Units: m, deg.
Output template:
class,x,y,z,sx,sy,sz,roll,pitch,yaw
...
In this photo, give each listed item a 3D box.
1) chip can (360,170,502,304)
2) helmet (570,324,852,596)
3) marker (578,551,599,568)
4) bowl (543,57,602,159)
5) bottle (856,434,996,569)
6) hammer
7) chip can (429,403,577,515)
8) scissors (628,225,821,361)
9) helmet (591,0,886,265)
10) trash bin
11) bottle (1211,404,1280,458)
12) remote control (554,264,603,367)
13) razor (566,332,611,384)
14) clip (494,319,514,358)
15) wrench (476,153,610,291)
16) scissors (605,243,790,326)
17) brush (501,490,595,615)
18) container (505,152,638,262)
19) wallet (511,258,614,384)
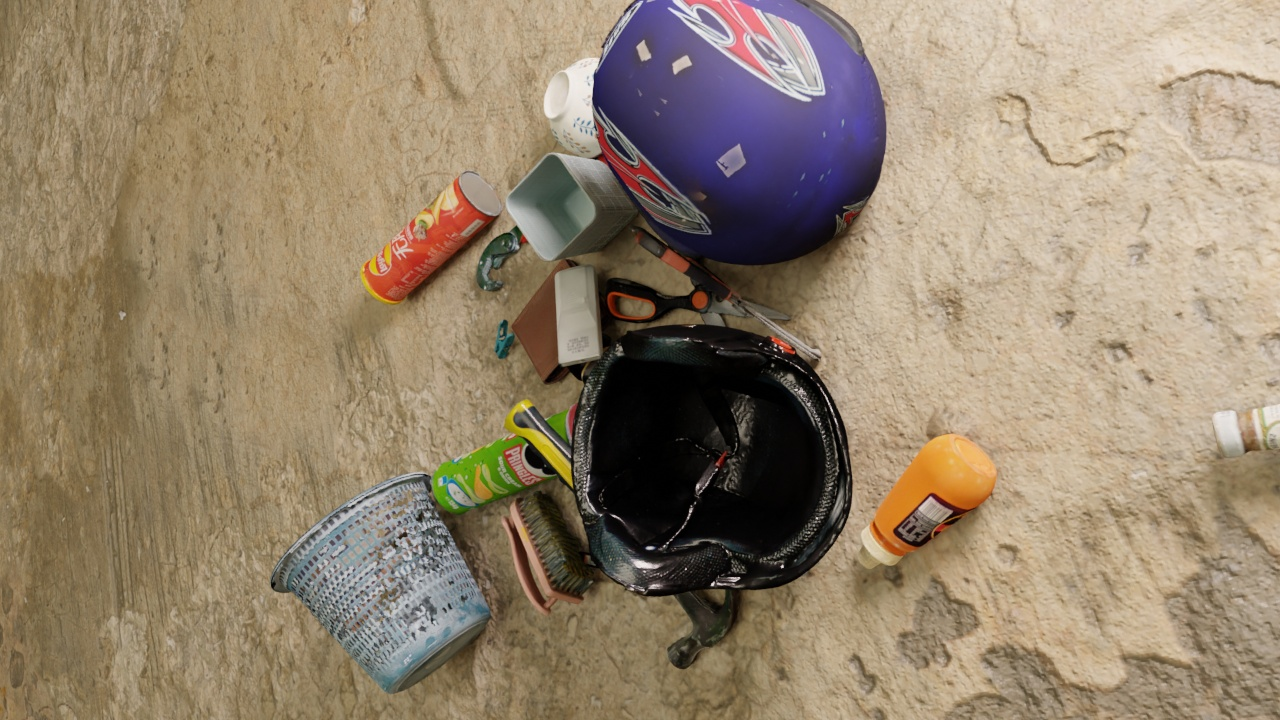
class,x,y,z,sx,sy,sz,roll,pitch,yaw
chip can,-0.275,-0.157,1.197,0.217,0.073,0.073,-34,68,30
helmet,0.070,0.083,0.832,0.275,0.229,0.233,16,101,25
marker,-0.035,0.227,1.031,0.124,0.015,0.018,-2,84,39
bowl,-0.070,-0.293,1.044,0.114,0.062,0.113,-20,64,49
bottle,0.242,0.132,0.806,0.066,0.066,0.150,51,122,27
hammer,-0.023,0.165,0.962,0.323,0.031,0.126,46,112,10
chip can,-0.146,0.121,1.084,0.237,0.072,0.072,-24,73,33
scissors,0.081,-0.067,0.887,0.015,0.189,0.226,-56,39,9
helmet,0.071,-0.234,0.845,0.248,0.240,0.315,-52,59,20
trash bin,-0.295,0.281,1.114,0.195,0.226,0.227,50,115,14
bottle,0.505,0.034,0.616,0.207,0.059,0.059,-15,78,35
remote control,-0.070,-0.051,1.018,0.049,0.024,0.124,-13,60,11
razor,-0.006,0.006,1.006,0.168,0.062,0.067,8,60,31
clip,-0.169,-0.023,1.134,0.038,0.013,0.056,60,146,30
wrench,-0.113,-0.179,1.114,0.274,0.016,0.056,-39,65,28
scissors,0.051,-0.074,0.985,0.229,0.021,0.221,-16,82,33
brush,-0.115,0.215,1.051,0.073,0.063,0.145,-44,51,12
container,-0.071,-0.169,1.015,0.090,0.111,0.090,-40,79,27
wallet,-0.096,-0.046,1.085,0.125,0.032,0.101,-48,58,23
